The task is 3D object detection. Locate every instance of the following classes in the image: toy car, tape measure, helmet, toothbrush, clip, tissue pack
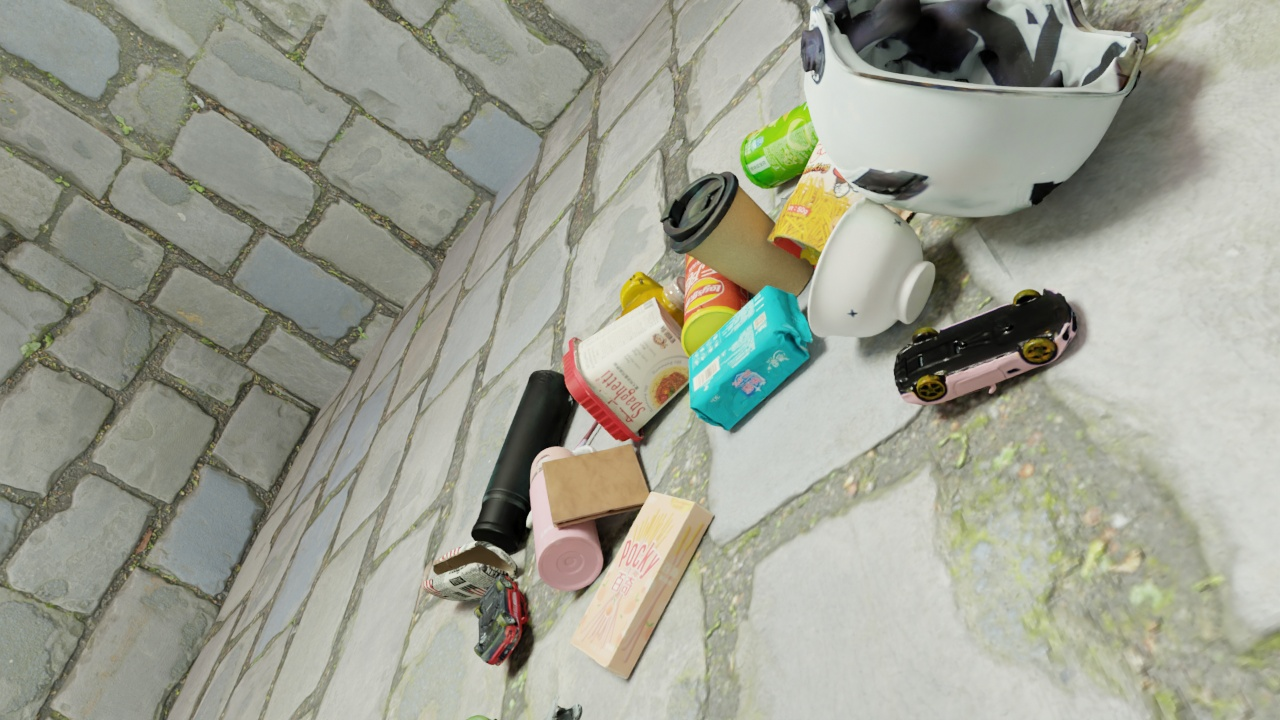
[{"bbox_3d":[0.227,-0.005,0.608,0.123,0.037,0.056,-24,37,32],"label":"toy car"},{"bbox_3d":[-0.145,0.274,0.967,0.053,0.045,0.120,-53,16,10],"label":"toy car"},{"bbox_3d":[0.003,-0.078,1.163,0.057,0.060,0.028,-45,27,21],"label":"tape measure"},{"bbox_3d":[0.224,-0.184,0.674,0.258,0.229,0.146,-87,0,-51],"label":"helmet"},{"bbox_3d":[-0.081,0.123,1.104,0.187,0.016,0.017,-56,31,-5],"label":"toothbrush"},{"bbox_3d":[-0.076,0.313,0.798,0.056,0.027,0.024,-54,17,32],"label":"clip"},{"bbox_3d":[0.101,-0.003,0.852,0.134,0.050,0.093,-44,21,24],"label":"tissue pack"}]

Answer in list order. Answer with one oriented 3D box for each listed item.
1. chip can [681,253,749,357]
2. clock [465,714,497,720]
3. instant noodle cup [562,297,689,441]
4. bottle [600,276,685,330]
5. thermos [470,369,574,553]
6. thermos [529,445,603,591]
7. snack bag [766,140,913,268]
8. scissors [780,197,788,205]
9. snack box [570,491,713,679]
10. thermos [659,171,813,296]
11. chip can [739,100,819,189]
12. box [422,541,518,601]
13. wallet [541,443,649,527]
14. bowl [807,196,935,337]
[{"bbox_3d":[0.082,-0.083,0.986,0.073,0.073,0.216,-42,24,30],"label":"chip can"},{"bbox_3d":[-0.148,0.389,0.788,0.116,0.056,0.161,-21,39,57],"label":"clock"},{"bbox_3d":[-0.006,0.006,0.998,0.124,0.116,0.116,-38,24,12],"label":"instant noodle cup"},{"bbox_3d":[-0.006,-0.029,1.096,0.190,0.068,0.067,-41,25,32],"label":"bottle"},{"bbox_3d":[-0.151,0.130,1.177,0.090,0.068,0.241,116,174,-53],"label":"thermos"},{"bbox_3d":[-0.075,0.156,0.979,0.087,0.067,0.198,-31,23,5],"label":"thermos"},{"bbox_3d":[0.210,-0.178,0.838,0.129,0.073,0.208,31,89,33],"label":"snack bag"},{"bbox_3d":[0.180,-0.162,0.975,0.160,0.014,0.180,-49,21,16],"label":"scissors"},{"bbox_3d":[0.000,0.193,0.807,0.157,0.026,0.085,-61,22,-14],"label":"snack box"},{"bbox_3d":[0.097,-0.116,0.899,0.093,0.143,0.092,-44,24,26],"label":"thermos"},{"bbox_3d":[0.195,-0.250,0.993,0.222,0.072,0.072,-16,43,58],"label":"chip can"},{"bbox_3d":[-0.205,0.265,1.090,0.164,0.076,0.073,-29,28,46],"label":"box"},{"bbox_3d":[-0.047,0.126,0.938,0.101,0.020,0.115,-12,26,-5],"label":"wallet"},{"bbox_3d":[0.188,-0.062,0.714,0.065,0.118,0.118,26,79,30],"label":"bowl"}]
